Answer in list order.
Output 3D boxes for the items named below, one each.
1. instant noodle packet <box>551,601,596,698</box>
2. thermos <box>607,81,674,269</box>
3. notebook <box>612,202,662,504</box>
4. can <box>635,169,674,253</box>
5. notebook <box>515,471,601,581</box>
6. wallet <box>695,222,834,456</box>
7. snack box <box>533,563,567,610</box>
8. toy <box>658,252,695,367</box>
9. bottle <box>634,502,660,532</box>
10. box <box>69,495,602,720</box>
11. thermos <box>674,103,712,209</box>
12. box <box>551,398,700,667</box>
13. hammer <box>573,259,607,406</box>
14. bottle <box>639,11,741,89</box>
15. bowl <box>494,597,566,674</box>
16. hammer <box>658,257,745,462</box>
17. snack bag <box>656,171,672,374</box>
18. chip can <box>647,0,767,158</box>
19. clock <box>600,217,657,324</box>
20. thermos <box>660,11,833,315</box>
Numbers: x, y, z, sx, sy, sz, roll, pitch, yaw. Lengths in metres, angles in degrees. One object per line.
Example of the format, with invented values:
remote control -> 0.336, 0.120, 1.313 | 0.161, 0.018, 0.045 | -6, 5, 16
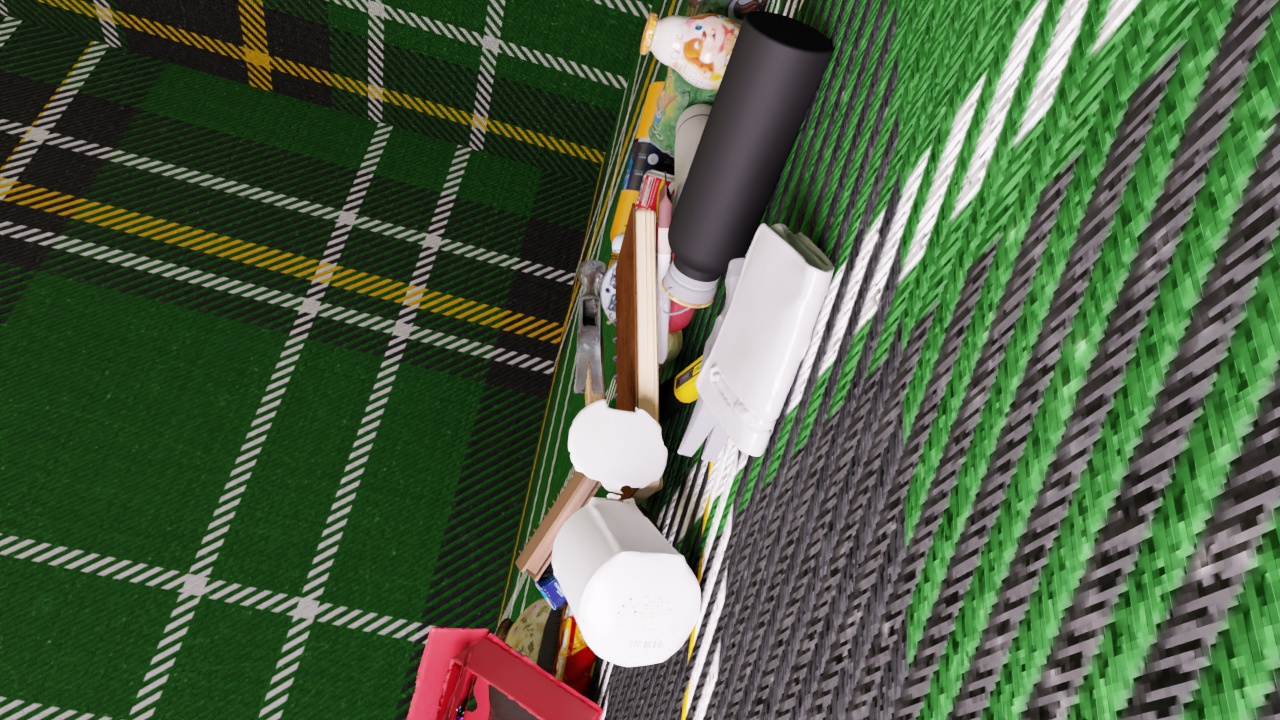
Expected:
instant noodle packet -> -0.066, 0.289, 0.891 | 0.099, 0.039, 0.135 | 122, 160, -62
thermos -> 0.023, -0.191, 1.052 | 0.076, 0.091, 0.232 | 17, 93, 51
notebook -> -0.004, 0.004, 0.770 | 0.168, 0.024, 0.225 | 115, 155, -74
can -> 0.022, -0.142, 0.961 | 0.064, 0.064, 0.105 | -109, 34, -76
notebook -> -0.062, 0.129, 0.956 | 0.210, 0.022, 0.169 | -56, 3, -13
wallet -> 0.073, -0.012, 0.514 | 0.086, 0.032, 0.116 | -110, 36, -58
snack box -> -0.063, 0.203, 0.895 | 0.082, 0.027, 0.150 | -33, -3, -15
toy -> 0.027, -0.058, 0.840 | 0.091, 0.045, 0.135 | -117, 37, -75
bottle -> -0.020, 0.145, 0.724 | 0.157, 0.068, 0.067 | 125, 158, -69
box -> -0.300, 0.307, 0.807 | 0.141, 0.511, 0.216 | -50, -21, -70
thermos -> 0.056, -0.169, 0.813 | 0.223, 0.052, 0.052 | -87, 14, -55
box -> -0.009, 0.105, 0.596 | 0.137, 0.083, 0.143 | -150, 65, -69
hammer -> -0.053, 0.031, 1.058 | 0.331, 0.033, 0.132 | 92, 178, -62
bottle -> 0.055, -0.269, 0.796 | 0.063, 0.109, 0.063 | -168, 92, -83
bowl -> -0.117, 0.312, 0.961 | 0.145, 0.063, 0.145 | 5, -91, -80
hammer -> 0.034, 0.022, 0.725 | 0.324, 0.029, 0.127 | 134, 149, -76
snack bag -> 0.019, -0.071, 0.755 | 0.057, 0.013, 0.158 | -85, -4, -69
chip can -> 0.069, -0.305, 0.898 | 0.075, 0.075, 0.224 | -85, 12, -51
clock -> 0.006, -0.083, 0.910 | 0.057, 0.083, 0.118 | -80, 5, -75
thermos -> 0.063, -0.124, 0.654 | 0.061, 0.061, 0.232 | -85, 13, -51
